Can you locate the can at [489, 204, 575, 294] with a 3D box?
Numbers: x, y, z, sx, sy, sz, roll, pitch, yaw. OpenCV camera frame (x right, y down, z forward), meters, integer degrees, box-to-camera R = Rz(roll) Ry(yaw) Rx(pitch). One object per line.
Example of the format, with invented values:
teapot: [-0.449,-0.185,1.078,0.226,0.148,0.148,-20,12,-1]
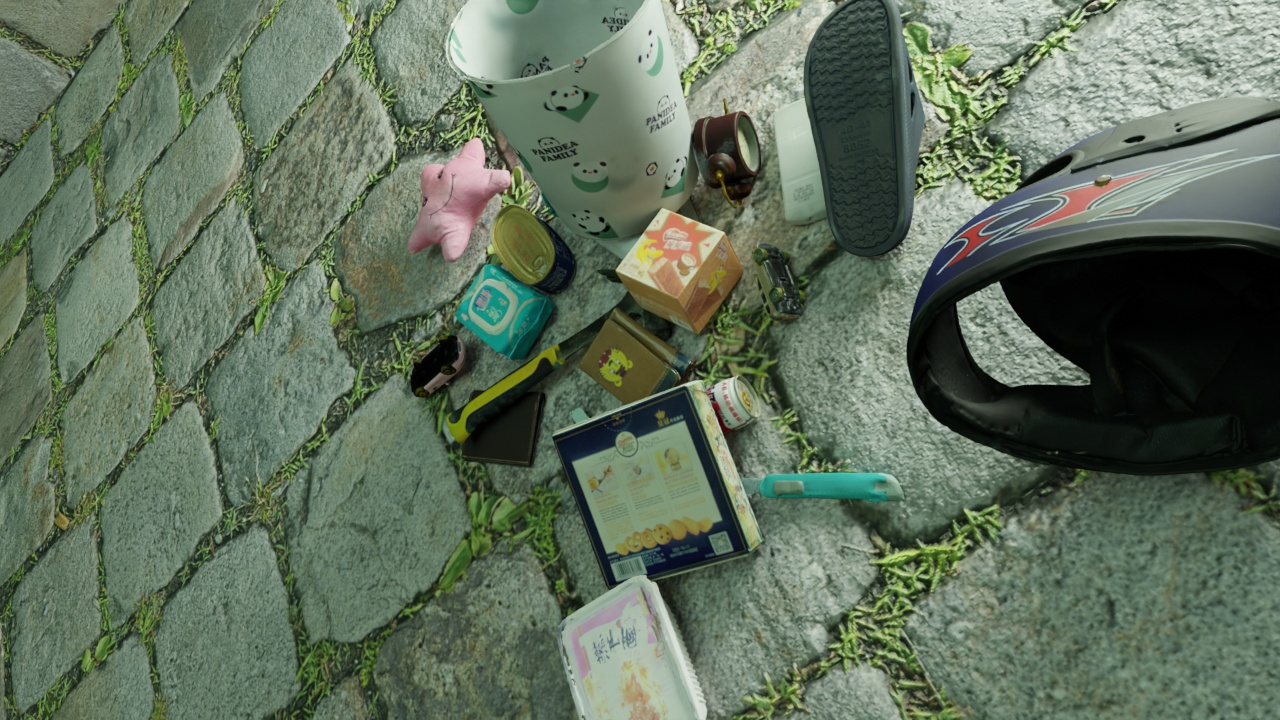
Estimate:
can: [-0.144,-0.147,1.217,0.075,0.049,0.148,-50,52,12]

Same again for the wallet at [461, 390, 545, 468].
wallet: [-0.179,0.086,1.182,0.122,0.020,0.096,1,79,36]

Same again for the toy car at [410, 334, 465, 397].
toy car: [-0.279,0.009,1.274,0.123,0.037,0.056,-34,53,37]

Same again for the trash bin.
trash bin: [-0.053,-0.283,1.013,0.230,0.252,0.229,-12,51,14]

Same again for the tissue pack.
tissue pack: [-0.179,-0.064,1.213,0.133,0.050,0.093,34,94,39]

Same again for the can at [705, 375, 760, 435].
can: [0.061,0.066,0.988,0.133,0.053,0.053,-29,59,26]

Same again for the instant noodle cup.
instant noodle cup: [-0.002,0.325,0.940,0.138,0.060,0.173,-36,55,22]

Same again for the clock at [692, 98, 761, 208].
clock: [0.099,-0.230,1.046,0.055,0.082,0.121,-9,67,28]

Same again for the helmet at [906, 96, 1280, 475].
helmet: [0.373,-0.060,0.678,0.316,0.247,0.239,-3,33,30]

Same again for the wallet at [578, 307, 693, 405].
wallet: [-0.006,0.006,1.047,0.115,0.033,0.090,38,108,19]

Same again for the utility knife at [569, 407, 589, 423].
utility knife: [-0.033,0.117,1.063,0.034,0.018,0.194,-51,51,12]

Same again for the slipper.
slipper: [0.239,-0.240,0.956,0.111,0.083,0.268,-5,90,38]

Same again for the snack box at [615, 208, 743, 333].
snack box: [0.044,-0.100,1.025,0.093,0.077,0.094,28,76,35]

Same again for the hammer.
hammer: [-0.114,0.000,1.139,0.324,0.032,0.126,-33,55,17]

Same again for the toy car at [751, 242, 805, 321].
toy car: [0.144,-0.085,0.985,0.035,0.042,0.090,-38,59,44]

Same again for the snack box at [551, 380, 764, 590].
snack box: [0.014,0.133,0.961,0.178,0.045,0.182,-22,87,30]

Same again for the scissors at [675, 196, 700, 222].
scissors: [0.045,-0.238,1.126,0.143,0.021,0.235,-52,51,10]

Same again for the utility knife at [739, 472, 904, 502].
utility knife: [0.155,0.128,0.922,0.224,0.013,0.029,-6,71,35]

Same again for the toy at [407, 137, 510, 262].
toy: [-0.278,-0.230,1.329,0.195,0.074,0.178,-53,51,11]

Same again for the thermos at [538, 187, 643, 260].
thermos: [-0.049,-0.181,1.150,0.224,0.073,0.073,39,98,39]

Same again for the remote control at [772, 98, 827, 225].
remote control: [0.183,-0.222,1.018,0.058,0.021,0.149,-17,65,31]
